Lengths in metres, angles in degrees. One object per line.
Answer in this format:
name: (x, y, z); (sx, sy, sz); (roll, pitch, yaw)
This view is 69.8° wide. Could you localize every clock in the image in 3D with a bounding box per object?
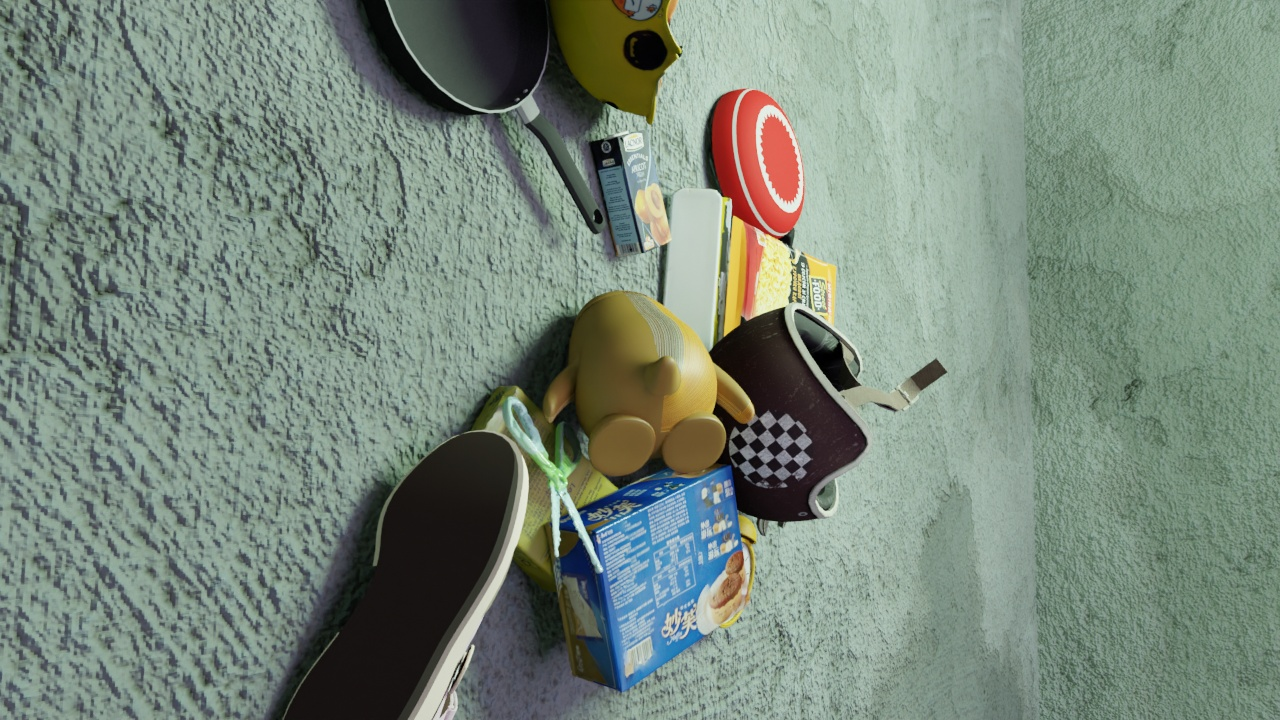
clock: (0.100, 0.251, 1.113); (0.113, 0.052, 0.152); (-4, 101, -56)

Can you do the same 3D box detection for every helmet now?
helmet: (-0.026, -0.361, 0.900); (0.208, 0.139, 0.241); (-93, -162, -52)
helmet: (0.175, 0.055, 1.016); (0.234, 0.254, 0.232); (44, 24, -11)

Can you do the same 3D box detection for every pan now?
pan: (-0.128, -0.262, 0.844); (0.356, 0.044, 0.203); (60, 43, -33)
pan: (0.192, -0.208, 1.285); (0.356, 0.067, 0.208); (62, 37, -27)

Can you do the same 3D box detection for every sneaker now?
sneaker: (-0.157, 0.201, 0.716); (0.116, 0.112, 0.293); (65, 41, -57)

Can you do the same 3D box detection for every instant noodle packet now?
instant noodle packet: (0.182, -0.073, 1.160); (0.220, 0.032, 0.159); (16, 74, -42)

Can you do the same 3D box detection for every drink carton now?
drink carton: (-0.009, -0.186, 1.011); (0.064, 0.040, 0.130); (-32, 113, -52)

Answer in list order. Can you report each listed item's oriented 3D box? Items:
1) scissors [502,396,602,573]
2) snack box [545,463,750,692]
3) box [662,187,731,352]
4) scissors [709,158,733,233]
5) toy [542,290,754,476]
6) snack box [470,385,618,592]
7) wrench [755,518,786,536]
scissors: (-0.067, 0.104, 0.790); (0.138, 0.028, 0.170); (19, 43, -62)
snack box: (0.014, 0.201, 0.894); (0.202, 0.069, 0.155); (-18, 102, -46)
box: (0.070, -0.099, 1.114); (0.080, 0.079, 0.209); (57, 37, -81)
scissors: (0.105, -0.194, 1.201); (0.135, 0.015, 0.135); (-49, 120, -46)
toy: (-0.008, 0.013, 0.893); (0.198, 0.203, 0.163); (0, 123, -17)
snack box: (-0.103, 0.120, 0.854); (0.181, 0.045, 0.121); (52, 51, -35)
wrench: (0.210, 0.101, 1.192); (0.070, 0.010, 0.273); (11, 100, -48)
